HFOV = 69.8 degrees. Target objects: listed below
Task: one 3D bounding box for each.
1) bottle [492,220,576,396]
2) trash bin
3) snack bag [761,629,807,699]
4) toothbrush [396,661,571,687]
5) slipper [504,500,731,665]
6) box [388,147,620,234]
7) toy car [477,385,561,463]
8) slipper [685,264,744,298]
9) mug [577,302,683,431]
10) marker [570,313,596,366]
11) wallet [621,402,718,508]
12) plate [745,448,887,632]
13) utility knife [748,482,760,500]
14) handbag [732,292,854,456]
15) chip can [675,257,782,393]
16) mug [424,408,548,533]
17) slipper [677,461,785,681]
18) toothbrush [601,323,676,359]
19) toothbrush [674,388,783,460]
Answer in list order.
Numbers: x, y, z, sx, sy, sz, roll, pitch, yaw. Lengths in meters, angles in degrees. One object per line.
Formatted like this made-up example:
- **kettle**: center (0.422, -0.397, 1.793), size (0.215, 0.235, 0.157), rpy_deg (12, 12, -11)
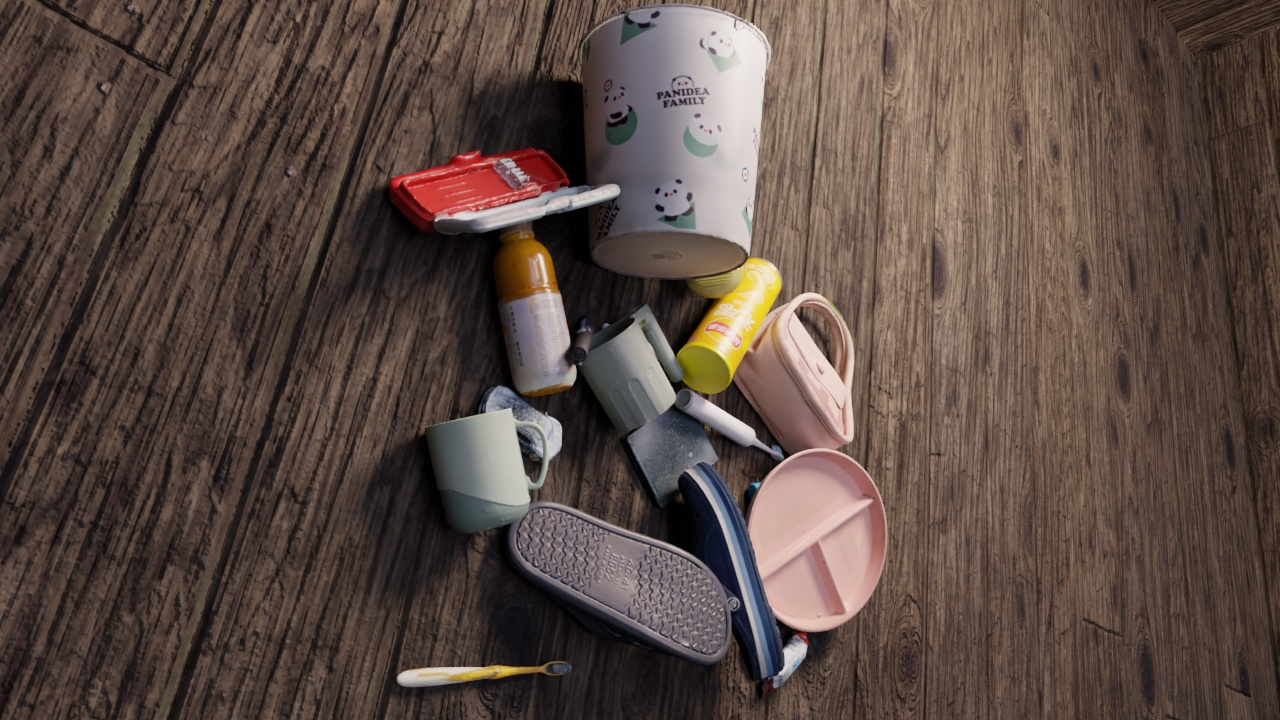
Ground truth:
- **bottle**: center (-0.116, -0.058, 0.972), size (0.067, 0.068, 0.189), rpy_deg (-6, 82, -42)
- **trash bin**: center (0.037, -0.239, 1.067), size (0.229, 0.230, 0.251), rpy_deg (10, 76, -39)
- **snack bag**: center (0.180, 0.374, 1.135), size (0.105, 0.026, 0.045), rpy_deg (-35, 140, -44)
- **toothbrush**: center (-0.143, 0.299, 0.877), size (0.191, 0.018, 0.016), rpy_deg (12, 68, -39)
- **slipper**: center (-0.026, 0.236, 0.969), size (0.268, 0.084, 0.110), rpy_deg (29, 54, -11)
- **box**: center (-0.138, -0.170, 0.948), size (0.200, 0.161, 0.060), rpy_deg (-25, 133, -42)
- **toy car**: center (-0.122, 0.067, 0.957), size (0.105, 0.031, 0.048), rpy_deg (37, 57, -29)
- **slipper**: center (0.095, -0.151, 1.191), size (0.082, 0.092, 0.190), rpy_deg (73, 16, -58)
- **mug**: center (-0.006, 0.006, 1.042), size (0.123, 0.084, 0.103), rpy_deg (-40, 106, -41)
- **marker**: center (-0.061, -0.024, 0.994), size (0.132, 0.020, 0.022), rpy_deg (-87, 180, -72)
- **wallet**: center (0.037, 0.106, 1.096), size (0.120, 0.019, 0.097), rpy_deg (-34, 102, -40)
- **plate**: center (0.222, 0.227, 1.167), size (0.229, 0.028, 0.229), rpy_deg (2, 87, -29)
- **utility knife**: center (0.213, 0.176, 1.232), size (0.191, 0.018, 0.034), rpy_deg (2, 76, -43)
- **handbag**: center (0.233, 0.001, 1.267), size (0.193, 0.094, 0.233), rpy_deg (55, 42, -16)
- **chip can**: center (0.116, -0.048, 1.155), size (0.072, 0.072, 0.212), rpy_deg (53, 43, -17)
- **mug**: center (-0.141, 0.103, 0.882), size (0.111, 0.082, 0.106), rpy_deg (-13, 88, -9)
- **slipper**: center (0.089, 0.245, 1.054), size (0.095, 0.105, 0.252), rpy_deg (-18, 80, -7)
- **toothbrush**: center (0.028, -0.009, 1.120), size (0.189, 0.029, 0.021), rpy_deg (23, 101, -34)
- **toothbrush**: center (0.120, 0.087, 1.156), size (0.221, 0.027, 0.026), rpy_deg (31, 48, -42)
